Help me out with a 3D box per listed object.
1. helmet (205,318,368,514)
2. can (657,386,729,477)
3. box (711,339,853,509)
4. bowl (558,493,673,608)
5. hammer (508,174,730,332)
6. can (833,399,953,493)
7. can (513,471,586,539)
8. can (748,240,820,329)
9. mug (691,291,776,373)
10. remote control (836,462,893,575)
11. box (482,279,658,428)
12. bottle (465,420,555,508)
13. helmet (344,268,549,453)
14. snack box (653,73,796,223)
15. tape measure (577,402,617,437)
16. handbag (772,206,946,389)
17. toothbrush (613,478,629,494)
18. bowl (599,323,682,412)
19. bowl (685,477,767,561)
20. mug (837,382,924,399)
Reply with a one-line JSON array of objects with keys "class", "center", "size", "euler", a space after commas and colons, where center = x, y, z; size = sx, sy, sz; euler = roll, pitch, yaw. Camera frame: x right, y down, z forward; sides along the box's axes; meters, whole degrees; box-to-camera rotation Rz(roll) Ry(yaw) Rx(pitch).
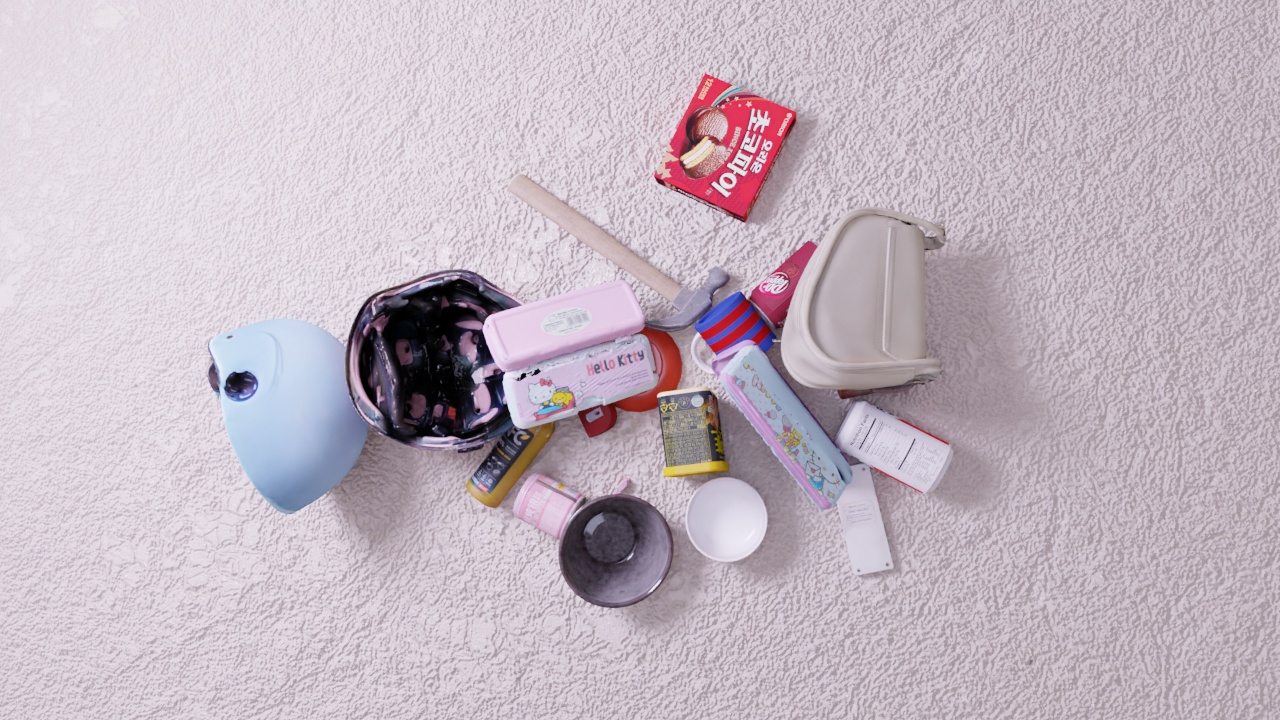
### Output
[{"class": "helmet", "center": [-0.443, 0.060, 1.187], "size": [0.167, 0.226, 0.265], "euler": [-20, 57, 1]}, {"class": "can", "center": [0.066, 0.092, 1.148], "size": [0.072, 0.131, 0.101], "euler": [-8, 81, 9]}, {"class": "box", "center": [0.160, 0.085, 1.107], "size": [0.214, 0.092, 0.090], "euler": [51, 139, -9]}, {"class": "bowl", "center": [-0.035, 0.235, 1.173], "size": [0.145, 0.067, 0.145], "euler": [-1, 95, -10]}, {"class": "hammer", "center": [-0.045, -0.156, 1.233], "size": [0.331, 0.031, 0.119], "euler": [36, 80, 12]}, {"class": "can", "center": [0.311, 0.106, 1.134], "size": [0.132, 0.070, 0.070], "euler": [28, 90, 11]}, {"class": "can", "center": [-0.119, 0.191, 1.203], "size": [0.076, 0.067, 0.067], "euler": [26, 90, 10]}, {"class": "can", "center": [0.198, -0.096, 1.174], "size": [0.114, 0.063, 0.063], "euler": [-42, 80, 4]}, {"class": "mug", "center": [0.108, -0.028, 1.178], "size": [0.112, 0.074, 0.076], "euler": [-34, 99, 37]}, {"class": "remote control", "center": [0.279, 0.200, 1.161], "size": [0.050, 0.011, 0.135], "euler": [-13, 83, 9]}, {"class": "box", "center": [-0.082, -0.012, 1.143], "size": [0.201, 0.059, 0.155], "euler": [-18, 83, -20]}, {"class": "bottle", "center": [-0.157, 0.109, 1.223], "size": [0.053, 0.053, 0.186], "euler": [38, 92, 11]}, {"class": "helmet", "center": [-0.245, 0.012, 1.194], "size": [0.255, 0.153, 0.230], "euler": [-12, 79, -9]}, {"class": "snack box", "center": [0.112, -0.281, 1.218], "size": [0.133, 0.036, 0.152], "euler": [27, 90, 11]}, {"class": "tape measure", "center": [-0.059, 0.067, 1.217], "size": [0.052, 0.019, 0.059], "euler": [-30, 81, 33]}, {"class": "handbag", "center": [0.262, -0.064, 1.088], "size": [0.184, 0.132, 0.228], "euler": [12, 69, -6]}, {"class": "toothbrush", "center": [-0.059, 0.208, 1.217], "size": [0.021, 0.016, 0.135], "euler": [40, 92, 10]}, {"class": "bowl", "center": [-0.007, 0.007, 1.215], "size": [0.122, 0.035, 0.122], "euler": [-1, 85, 10]}, {"class": "bowl", "center": [0.110, 0.201, 1.169], "size": [0.105, 0.054, 0.105], "euler": [-1, 84, 8]}, {"class": "mug", "center": [0.290, 0.005, 1.124], "size": [0.110, 0.122, 0.096], "euler": [-16, 119, 12]}]
